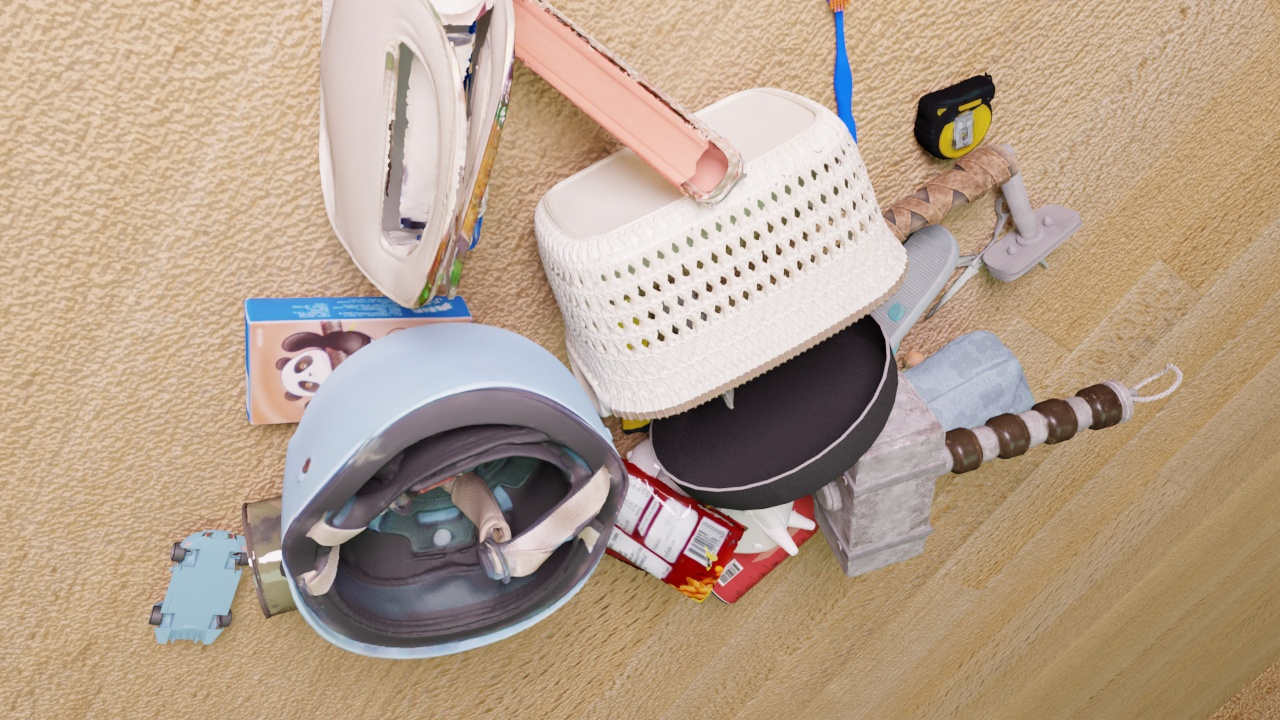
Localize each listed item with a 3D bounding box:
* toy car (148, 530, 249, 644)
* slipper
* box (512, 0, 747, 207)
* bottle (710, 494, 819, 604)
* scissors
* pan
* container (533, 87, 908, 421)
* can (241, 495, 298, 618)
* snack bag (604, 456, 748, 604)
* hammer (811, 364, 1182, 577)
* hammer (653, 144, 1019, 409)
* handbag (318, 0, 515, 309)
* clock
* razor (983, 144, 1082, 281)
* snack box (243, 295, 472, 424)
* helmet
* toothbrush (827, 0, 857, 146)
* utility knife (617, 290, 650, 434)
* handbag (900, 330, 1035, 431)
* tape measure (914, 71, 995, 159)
[{"bbox_3d":[-0.350,0.175,0.730,0.060,0.027,0.108,13,109,-34],"label":"toy car"},{"bbox_3d":[0.189,-0.003,0.817,0.054,0.098,0.269,29,108,-39],"label":"slipper"},{"bbox_3d":[-0.019,-0.157,0.535,0.059,0.187,0.056,-46,167,-19],"label":"box"},{"bbox_3d":[0.138,0.176,0.956,0.177,0.062,0.062,-43,132,10],"label":"bottle"},{"bbox_3d":[0.333,-0.097,0.873,0.174,0.014,0.142,4,121,-31],"label":"scissors"},{"bbox_3d":[0.154,-0.021,0.746,0.355,0.204,0.044,-47,123,-16],"label":"pan"},{"bbox_3d":[0.047,-0.078,0.635,0.246,0.184,0.143,-28,123,-7],"label":"container"},{"bbox_3d":[-0.259,0.145,0.710,0.074,0.090,0.090,-13,130,-19],"label":"can"},{"bbox_3d":[-0.022,0.128,0.777,0.208,0.066,0.139,24,132,5],"label":"snack bag"},{"bbox_3d":[0.306,0.068,0.789,0.326,0.079,0.177,-16,135,-7],"label":"hammer"},{"bbox_3d":[0.160,-0.080,0.728,0.318,0.121,0.049,-31,133,-4],"label":"hammer"},{"bbox_3d":[-0.109,-0.129,0.497,0.092,0.199,0.201,-6,130,-28],"label":"handbag"},{"bbox_3d":[0.069,0.127,0.825,0.161,0.072,0.125,8,145,21],"label":"clock"},{"bbox_3d":[0.334,-0.140,0.812,0.088,0.047,0.116,-38,123,-3],"label":"razor"},{"bbox_3d":[-0.203,-0.002,0.660,0.151,0.034,0.087,-3,127,-26],"label":"snack box"},{"bbox_3d":[-0.128,0.086,0.629,0.225,0.166,0.266,-2,129,-21],"label":"helmet"},{"bbox_3d":[0.154,-0.201,0.695,0.016,0.018,0.183,-7,132,9],"label":"toothbrush"},{"bbox_3d":[-0.005,0.005,0.779,0.030,0.017,0.151,-18,133,-20],"label":"utility knife"},{"bbox_3d":[0.272,0.047,0.887,0.192,0.118,0.122,-32,125,9],"label":"handbag"},{"bbox_3d":[0.255,-0.193,0.742,0.061,0.034,0.061,-23,134,-8],"label":"tape measure"}]
